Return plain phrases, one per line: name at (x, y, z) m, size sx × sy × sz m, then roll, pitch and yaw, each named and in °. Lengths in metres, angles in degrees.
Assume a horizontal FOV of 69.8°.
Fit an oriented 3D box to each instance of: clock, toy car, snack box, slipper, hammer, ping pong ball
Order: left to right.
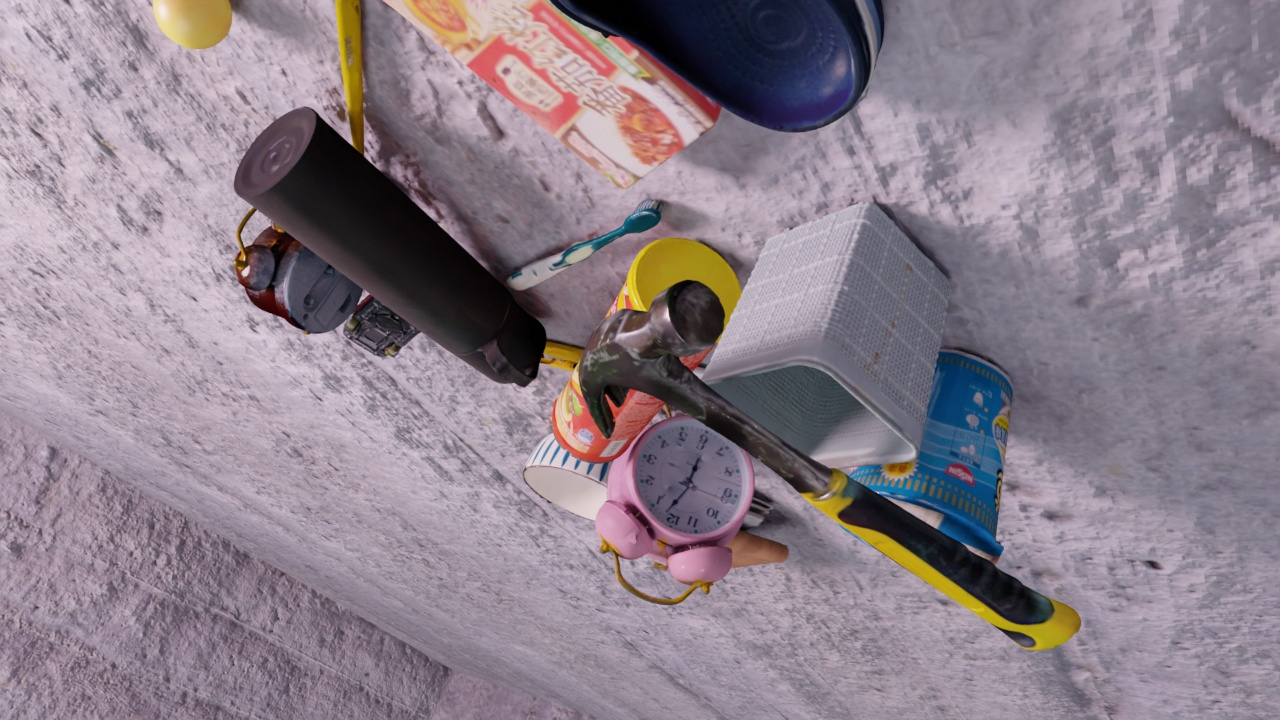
ping pong ball at (-0.252, -0.197, 0.517) m, size 0.040 × 0.040 × 0.040 m, roll 19°, pitch 153°, yaw 10°
clock at (-0.265, -0.073, 0.708) m, size 0.055 × 0.081 × 0.122 m, roll 19°, pitch 156°, yaw 24°
toy car at (-0.202, -0.042, 0.752) m, size 0.053 × 0.045 × 0.121 m, roll 35°, pitch 145°, yaw -25°
snack box at (-0.039, -0.148, 0.433) m, size 0.153 × 0.025 × 0.075 m, roll 35°, pitch 142°, yaw -26°
slipper at (-0.006, -0.164, 0.325) m, size 0.105 × 0.095 × 0.252 m, roll -10°, pitch 141°, yaw 44°
clock at (0.029, 0.115, 0.726) m, size 0.117 × 0.158 × 0.060 m, roll 24°, pitch 156°, yaw -3°
hammer at (0.106, 0.071, 0.477) m, size 0.323 × 0.031 × 0.126 m, roll 34°, pitch 152°, yaw -20°

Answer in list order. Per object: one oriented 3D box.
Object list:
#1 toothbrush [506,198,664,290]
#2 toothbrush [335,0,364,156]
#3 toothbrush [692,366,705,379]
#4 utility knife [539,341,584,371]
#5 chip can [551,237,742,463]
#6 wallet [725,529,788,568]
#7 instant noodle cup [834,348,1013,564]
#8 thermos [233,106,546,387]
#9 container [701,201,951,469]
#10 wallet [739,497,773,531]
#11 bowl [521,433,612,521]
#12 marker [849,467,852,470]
toothbrush at (-0.042, -0.073, 0.604) m, size 0.016 × 0.018 × 0.192 m, roll 37°, pitch 153°, yaw -24°
toothbrush at (-0.170, -0.153, 0.559) m, size 0.016 × 0.015 × 0.190 m, roll 21°, pitch 153°, yaw -4°
toothbrush at (0.092, 0.025, 0.668) m, size 0.180 × 0.016 × 0.016 m, roll 14°, pitch 150°, yaw 19°
utility knife at (-0.057, 0.002, 0.745) m, size 0.177 × 0.015 × 0.033 m, roll 13°, pitch 148°, yaw 20°
chip can at (-0.004, 0.004, 0.627) m, size 0.073 × 0.073 × 0.217 m, roll 26°, pitch 148°, yaw -5°
wallet at (0.071, 0.180, 0.890) m, size 0.101 × 0.020 × 0.115 m, roll 22°, pitch 156°, yaw -17°
instant noodle cup at (0.177, 0.056, 0.553) m, size 0.099 × 0.109 × 0.099 m, roll 20°, pitch 154°, yaw 10°
thermos at (-0.150, -0.060, 0.620) m, size 0.242 × 0.068 × 0.090 m, roll 43°, pitch -176°, yaw -45°
container at (0.102, -0.013, 0.487) m, size 0.090 × 0.111 × 0.090 m, roll 39°, pitch 150°, yaw -25°
wallet at (0.053, 0.141, 0.885) m, size 0.106 × 0.036 × 0.130 m, roll 22°, pitch 153°, yaw -18°
bowl at (-0.045, 0.100, 0.858) m, size 0.116 × 0.066 × 0.117 m, roll 18°, pitch 153°, yaw 9°
marker at (0.166, 0.078, 0.705) m, size 0.145 × 0.017 × 0.017 m, roll 38°, pitch 150°, yaw -25°
